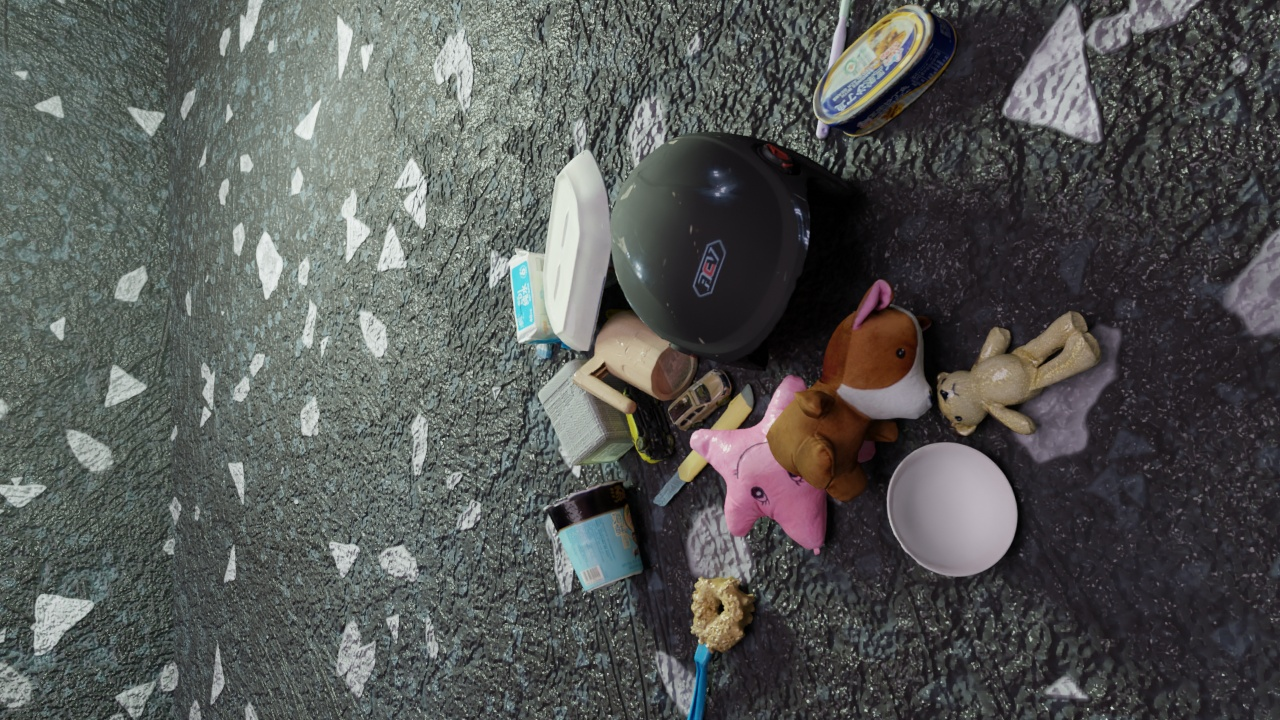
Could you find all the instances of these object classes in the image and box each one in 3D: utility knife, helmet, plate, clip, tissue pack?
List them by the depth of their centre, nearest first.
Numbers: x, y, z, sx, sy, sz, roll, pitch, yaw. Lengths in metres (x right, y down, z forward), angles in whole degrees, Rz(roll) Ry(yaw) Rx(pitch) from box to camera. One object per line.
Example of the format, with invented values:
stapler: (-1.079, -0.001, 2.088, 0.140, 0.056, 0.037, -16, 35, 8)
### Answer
helmet: (0.081, -0.120, 0.957, 0.274, 0.230, 0.234, -91, 22, -70)
utility knife: (0.073, 0.109, 1.097, 0.207, 0.021, 0.031, -49, 51, 24)
plate: (-0.084, -0.128, 1.129, 0.266, 0.034, 0.162, 106, 152, -46)
tissue pack: (-0.130, -0.086, 1.274, 0.063, 0.089, 0.140, -19, 74, 47)
clip: (-0.136, -0.031, 1.328, 0.025, 0.033, 0.057, 28, 110, 46)

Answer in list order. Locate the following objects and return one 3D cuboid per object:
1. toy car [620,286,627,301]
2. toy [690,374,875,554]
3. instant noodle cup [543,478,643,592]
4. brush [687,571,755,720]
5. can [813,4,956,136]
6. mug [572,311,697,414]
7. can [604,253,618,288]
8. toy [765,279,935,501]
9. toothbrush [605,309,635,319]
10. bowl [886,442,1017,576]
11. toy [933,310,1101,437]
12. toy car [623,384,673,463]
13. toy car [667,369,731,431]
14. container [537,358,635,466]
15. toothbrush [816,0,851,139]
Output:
toy car: (-0.002, -0.127, 1.183, 0.049, 0.031, 0.106, -6, 88, 52)
toy: (0.157, 0.117, 0.970, 0.195, 0.074, 0.178, -32, 79, 28)
instant noodle cup: (-0.051, 0.226, 1.168, 0.111, 0.111, 0.120, -33, 73, 40)
brush: (0.076, 0.363, 1.067, 0.083, 0.045, 0.255, 23, 107, 41)
can: (0.244, -0.291, 0.926, 0.149, 0.049, 0.074, -38, 61, 37)
mug: (-0.007, 0.007, 1.122, 0.103, 0.124, 0.084, 28, 150, 42)
can: (-0.066, -0.148, 1.228, 0.067, 0.066, 0.093, -26, 69, 42)
toy: (0.208, 0.031, 0.863, 0.130, 0.140, 0.199, 26, 89, 33)
toothbrush: (0.021, -0.056, 1.166, 0.190, 0.016, 0.015, 6, 90, 46)
bowl: (0.274, 0.139, 0.842, 0.065, 0.118, 0.118, 102, 158, -74)
toy: (0.326, 0.012, 0.804, 0.158, 0.066, 0.105, -39, 55, 45)
toy car: (0.006, 0.079, 1.151, 0.032, 0.048, 0.105, -45, 56, 48)
toy car: (0.071, 0.047, 1.094, 0.091, 0.035, 0.042, -43, 59, 33)
container: (-0.061, 0.070, 1.192, 0.090, 0.090, 0.114, -44, 60, 36)
toothbrush: (0.213, -0.333, 0.985, 0.021, 0.029, 0.189, -104, 23, -81)
